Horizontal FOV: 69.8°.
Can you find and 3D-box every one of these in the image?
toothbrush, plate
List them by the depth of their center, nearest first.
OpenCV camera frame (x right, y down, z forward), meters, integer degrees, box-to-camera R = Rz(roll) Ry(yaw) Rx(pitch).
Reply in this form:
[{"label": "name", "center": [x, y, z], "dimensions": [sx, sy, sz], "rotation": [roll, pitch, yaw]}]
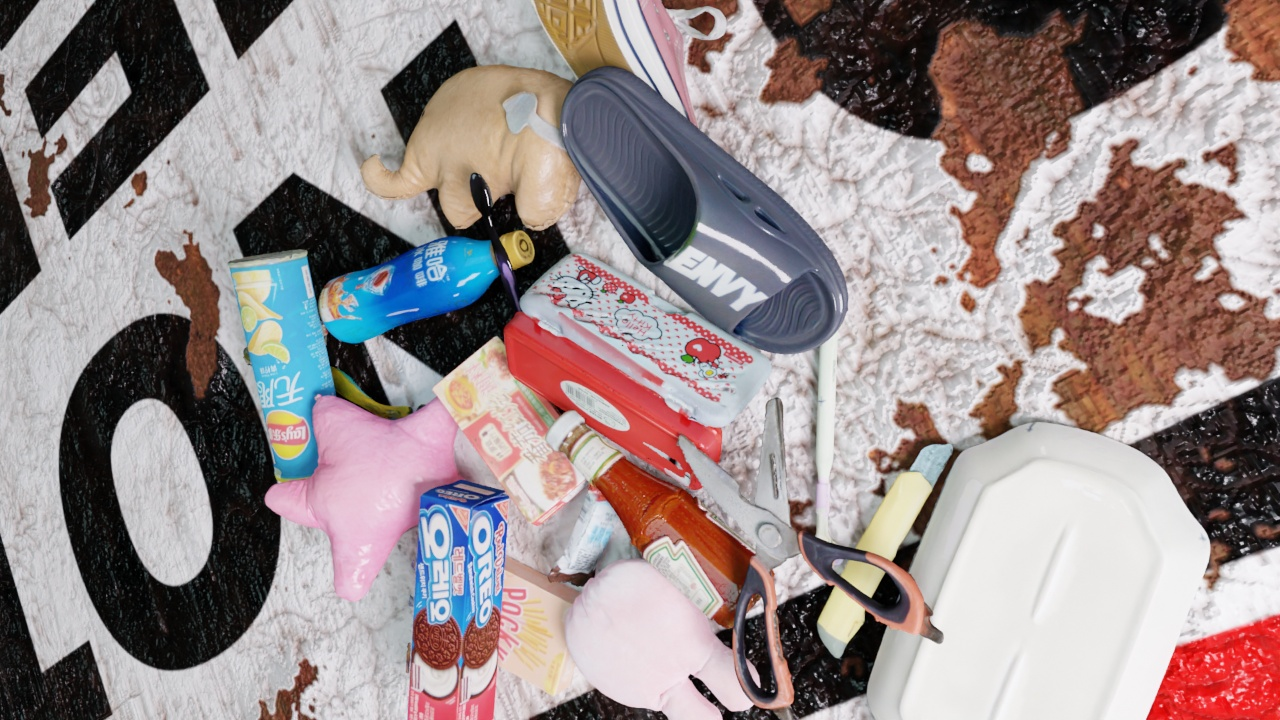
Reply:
[{"label": "plate", "center": [0.247, 0.172, 0.585], "dimensions": [0.162, 0.034, 0.266], "rotation": [23, 94, 23]}, {"label": "toothbrush", "center": [0.137, 0.056, 0.672], "dimensions": [0.020, 0.029, 0.189], "rotation": [180, 92, -69]}, {"label": "toothbrush", "center": [-0.109, -0.066, 0.764], "dimensions": [0.014, 0.016, 0.189], "rotation": [-10, 115, 11]}]

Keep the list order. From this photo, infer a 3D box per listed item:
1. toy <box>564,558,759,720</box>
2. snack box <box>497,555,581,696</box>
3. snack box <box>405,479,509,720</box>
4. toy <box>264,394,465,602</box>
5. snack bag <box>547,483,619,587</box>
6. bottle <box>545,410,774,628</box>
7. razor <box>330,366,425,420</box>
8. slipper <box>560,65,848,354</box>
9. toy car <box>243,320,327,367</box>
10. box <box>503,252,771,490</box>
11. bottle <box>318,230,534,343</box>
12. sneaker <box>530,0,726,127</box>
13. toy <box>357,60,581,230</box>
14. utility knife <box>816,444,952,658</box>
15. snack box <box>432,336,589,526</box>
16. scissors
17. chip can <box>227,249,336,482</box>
[{"label": "toy", "center": [0.014, 0.230, 0.719], "dimensions": [0.159, 0.054, 0.121], "rotation": [39, 109, 17]}, {"label": "snack box", "center": [-0.121, 0.219, 0.807], "dimensions": [0.157, 0.026, 0.084], "rotation": [19, 100, 27]}, {"label": "snack box", "center": [-0.155, 0.210, 0.775], "dimensions": [0.058, 0.057, 0.207], "rotation": [9, 97, 28]}, {"label": "toy", "center": [-0.231, 0.095, 0.819], "dimensions": [0.194, 0.075, 0.178], "rotation": [-35, 84, -10]}, {"label": "snack bag", "center": [-0.040, 0.141, 0.755], "dimensions": [0.026, 0.045, 0.105], "rotation": [36, 107, 51]}, {"label": "bottle", "center": [0.010, 0.116, 0.705], "dimensions": [0.206, 0.059, 0.060], "rotation": [41, 108, 15]}, {"label": "razor", "center": [-0.263, 0.036, 0.884], "dimensions": [0.132, 0.028, 0.043], "rotation": [28, 107, 27]}, {"label": "slipper", "center": [0.027, -0.097, 0.662], "dimensions": [0.268, 0.083, 0.111], "rotation": [46, 134, 6]}, {"label": "toy car", "center": [-0.359, -0.014, 0.924], "dimensions": [0.091, 0.042, 0.035], "rotation": [-18, 101, 22]}, {"label": "box", "center": [-0.005, 0.005, 0.734], "dimensions": [0.201, 0.100, 0.095], "rotation": [31, 148, 20]}, {"label": "bottle", "center": [-0.191, -0.070, 0.822], "dimensions": [0.219, 0.065, 0.065], "rotation": [-14, 83, 27]}, {"label": "sneaker", "center": [-0.011, -0.264, 0.712], "dimensions": [0.119, 0.087, 0.241], "rotation": [-16, 103, 50]}, {"label": "toy", "center": [-0.141, -0.184, 0.786], "dimensions": [0.226, 0.082, 0.143], "rotation": [6, 81, 31]}, {"label": "utility knife", "center": [0.171, 0.134, 0.653], "dimensions": [0.031, 0.019, 0.179], "rotation": [30, 110, 21]}, {"label": "snack box", "center": [-0.106, 0.059, 0.784], "dimensions": [0.075, 0.025, 0.153], "rotation": [-39, 71, -1]}, {"label": "scissors", "center": [0.097, 0.139, 0.629], "dimensions": [0.225, 0.015, 0.189], "rotation": [36, 107, 22]}, {"label": "chip can", "center": [-0.328, 0.005, 0.862], "dimensions": [0.071, 0.071, 0.210], "rotation": [0, 106, 28]}]
